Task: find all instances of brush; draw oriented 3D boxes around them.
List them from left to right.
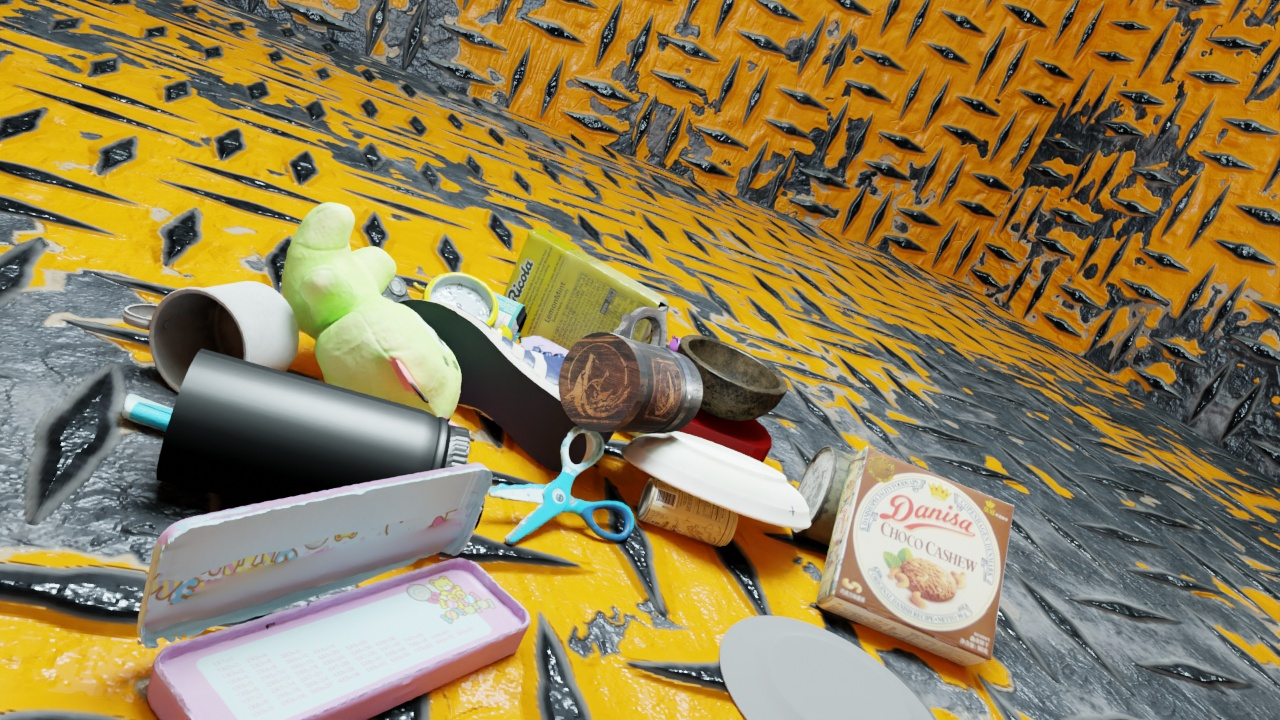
[{"bbox_3d":[0.050,0.068,0.957,0.173,0.042,0.082,21,19,-9],"label":"brush"}]

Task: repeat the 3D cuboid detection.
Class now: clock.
[{"bbox_3d":[-0.177,-0.033,0.912,0.083,0.057,0.118,-20,67,-37],"label":"clock"}]

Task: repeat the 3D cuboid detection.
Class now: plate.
[{"bbox_3d":[0.073,0.101,0.831,0.182,0.034,0.182,21,2,-1],"label":"plate"},{"bbox_3d":[0.140,0.239,0.651,0.178,0.012,0.178,21,19,-8],"label":"plate"}]

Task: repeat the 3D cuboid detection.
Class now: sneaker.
[{"bbox_3d":[-0.112,0.007,0.852,0.233,0.092,0.118,31,25,18],"label":"sneaker"}]

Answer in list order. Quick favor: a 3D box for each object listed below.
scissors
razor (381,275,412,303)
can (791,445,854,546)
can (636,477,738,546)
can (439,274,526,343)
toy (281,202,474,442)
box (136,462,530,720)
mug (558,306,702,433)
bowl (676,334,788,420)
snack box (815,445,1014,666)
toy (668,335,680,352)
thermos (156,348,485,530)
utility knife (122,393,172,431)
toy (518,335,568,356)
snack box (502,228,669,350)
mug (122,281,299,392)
[{"bbox_3d":[-0.056,0.115,0.715,0.118,0.013,0.139,55,42,-4],"label":"scissors"},{"bbox_3d":[-0.273,-0.067,0.904,0.053,0.067,0.151,10,15,-47],"label":"razor"},{"bbox_3d":[0.196,0.136,0.874,0.074,0.090,0.089,23,19,-4],"label":"can"},{"bbox_3d":[0.040,0.130,0.785,0.079,0.038,0.038,20,19,-10],"label":"can"},{"bbox_3d":[-0.177,-0.052,0.990,0.101,0.055,0.054,23,19,-1],"label":"can"},{"bbox_3d":[-0.220,-0.018,0.746,0.150,0.107,0.196,66,-2,-68],"label":"toy"},{"bbox_3d":[-0.145,0.125,0.496,0.090,0.091,0.213,34,21,29],"label":"box"},{"bbox_3d":[-0.005,0.005,0.777,0.080,0.115,0.107,-2,-7,32],"label":"mug"},{"bbox_3d":[0.086,0.027,0.954,0.121,0.056,0.121,21,19,-8],"label":"bowl"},{"bbox_3d":[0.238,0.167,0.791,0.143,0.041,0.146,23,61,-2],"label":"snack box"},{"bbox_3d":[0.081,0.012,1.129,0.088,0.056,0.106,16,10,-33],"label":"toy"},{"bbox_3d":[-0.199,0.062,0.607,0.198,0.086,0.086,18,20,-18],"label":"thermos"},{"bbox_3d":[-0.275,0.059,0.640,0.167,0.015,0.022,21,18,-16],"label":"utility knife"},{"bbox_3d":[-0.089,0.006,0.968,0.099,0.036,0.080,25,18,-1],"label":"toy"},{"bbox_3d":[-0.066,-0.056,1.033,0.181,0.121,0.045,29,20,11],"label":"snack box"},{"bbox_3d":[-0.324,-0.022,0.693,0.113,0.084,0.070,22,16,10],"label":"mug"}]
